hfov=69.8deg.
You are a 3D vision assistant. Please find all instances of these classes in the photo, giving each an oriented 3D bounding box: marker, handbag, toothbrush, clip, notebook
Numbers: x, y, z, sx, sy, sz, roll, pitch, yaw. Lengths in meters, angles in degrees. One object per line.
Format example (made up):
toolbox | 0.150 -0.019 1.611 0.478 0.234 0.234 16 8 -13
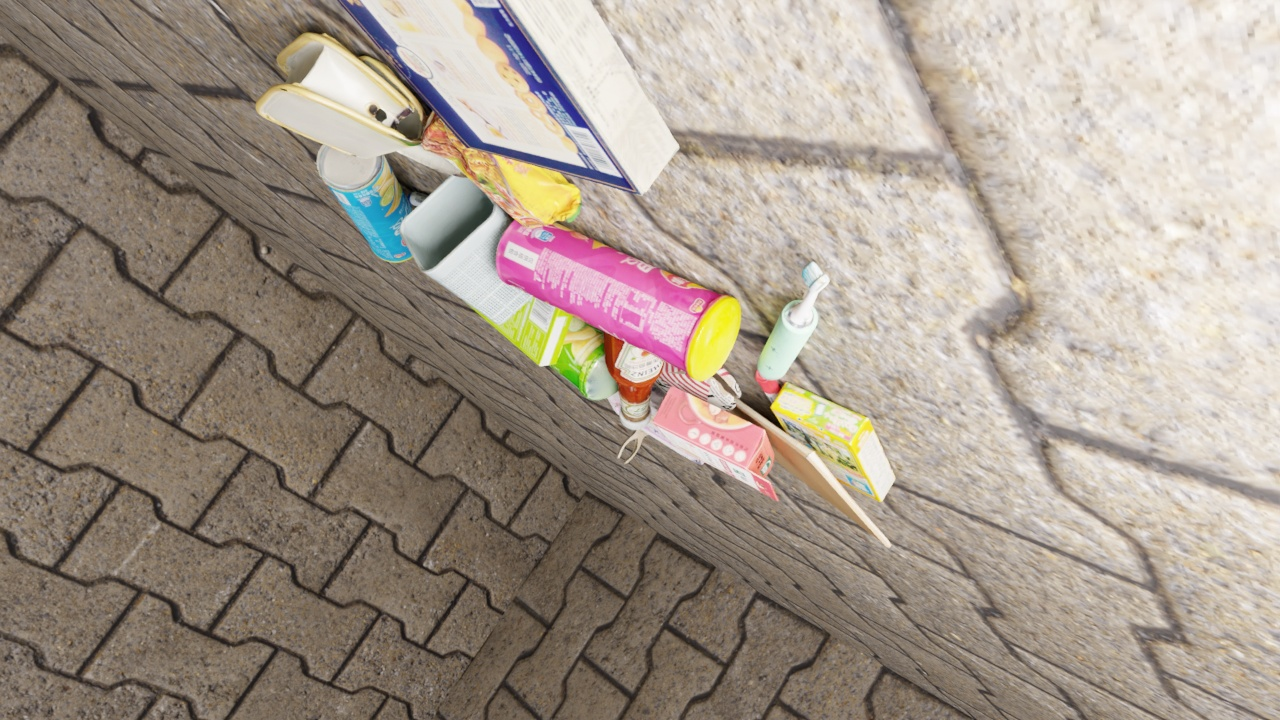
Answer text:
marker | 0.137 0.045 0.884 0.017 0.017 0.145 27 166 33
handbag | -0.232 -0.212 0.804 0.178 0.063 0.163 24 175 -31
toothbrush | 0.110 -0.023 0.668 0.027 0.026 0.225 55 172 12
clip | -0.003 0.082 1.237 0.094 0.102 0.035 60 168 -2
notebook | 0.151 0.098 0.925 0.149 0.012 0.211 46 176 -29
marker | -0.212 -0.166 0.995 0.146 0.017 0.017 23 163 45

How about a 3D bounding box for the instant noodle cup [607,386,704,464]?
instant noodle cup | 0.028 0.052 1.095 0.138 0.060 0.173 30 169 18

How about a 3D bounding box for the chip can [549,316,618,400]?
chip can | -0.101 -0.038 1.001 0.221 0.072 0.072 36 171 31

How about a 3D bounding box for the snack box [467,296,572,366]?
snack box | -0.133 -0.070 0.955 0.156 0.086 0.026 37 -149 30

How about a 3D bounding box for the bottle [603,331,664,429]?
bottle | -0.005 0.005 0.894 0.060 0.059 0.206 31 152 18

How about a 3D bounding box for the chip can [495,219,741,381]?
chip can | -0.022 -0.058 0.767 0.211 0.071 0.071 27 166 27

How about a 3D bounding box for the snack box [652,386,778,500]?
snack box | 0.085 0.083 0.906 0.127 0.044 0.113 26 170 18

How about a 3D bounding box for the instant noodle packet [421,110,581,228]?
instant noodle packet | -0.111 -0.152 0.721 0.128 0.044 0.111 39 171 -22

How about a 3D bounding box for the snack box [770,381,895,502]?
snack box | 0.181 0.078 0.855 0.087 0.033 0.140 26 167 36

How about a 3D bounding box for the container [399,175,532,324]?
container | -0.149 -0.102 0.864 0.111 0.090 0.090 44 -173 -48

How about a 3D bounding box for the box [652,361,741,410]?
box | 0.041 0.020 0.946 0.164 0.059 0.072 14 136 62

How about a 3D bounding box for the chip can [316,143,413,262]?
chip can | -0.301 -0.181 1.044 0.071 0.071 0.210 33 167 7

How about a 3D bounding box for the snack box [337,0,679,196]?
snack box | -0.089 -0.184 0.533 0.183 0.045 0.178 24 164 40
